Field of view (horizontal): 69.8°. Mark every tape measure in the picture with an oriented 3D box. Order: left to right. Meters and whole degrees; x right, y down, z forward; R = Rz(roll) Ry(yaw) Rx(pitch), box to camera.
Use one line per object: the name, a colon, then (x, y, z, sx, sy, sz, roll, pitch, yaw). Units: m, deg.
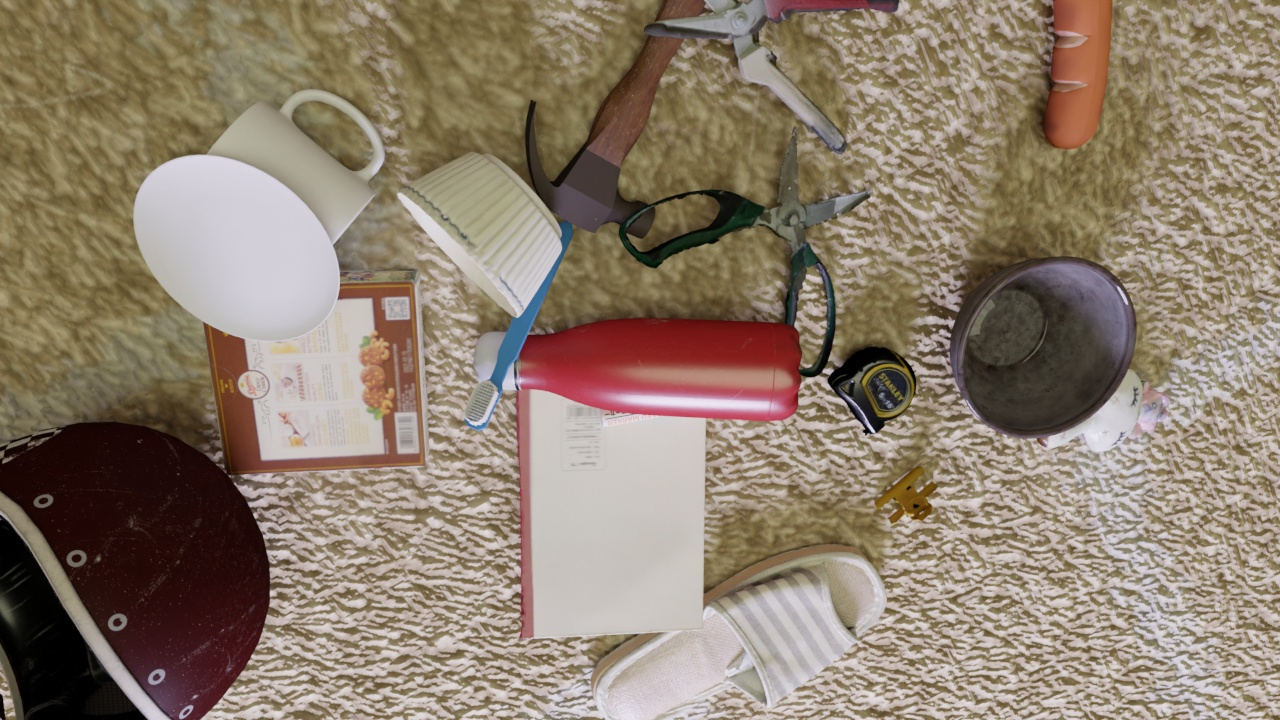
tape measure: (0.190, 0.019, 0.741, 0.061, 0.034, 0.062, -36, 111, 7)

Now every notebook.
notebook: (-0.022, 0.119, 0.734, 0.153, 0.012, 0.209, 0, 97, -8)

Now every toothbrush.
toothbrush: (-0.086, -0.028, 0.656, 0.016, 0.014, 0.166, 20, 77, 14)

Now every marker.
marker: (0.040, 0.032, 0.719, 0.145, 0.017, 0.017, -10, 109, -8)

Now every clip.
clip: (0.228, 0.117, 0.777, 0.054, 0.048, 0.046, -40, 68, 7)

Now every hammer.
hammer: (0.024, -0.239, 0.631, 0.115, 0.033, 0.323, 26, 102, -20)

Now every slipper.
slipper: (0.085, 0.247, 0.794, 0.272, 0.054, 0.114, -24, 105, 1)

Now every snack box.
snack box: (-0.232, 0.009, 0.669, 0.147, 0.041, 0.143, -2, 109, -8)

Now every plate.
plate: (-0.257, -0.071, 0.590, 0.134, 0.011, 0.135, 5, 126, 7)

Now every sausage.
sausage: (0.320, -0.239, 0.671, 0.044, 0.039, 0.164, -8, 109, -3)

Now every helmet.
helmet: (-0.376, 0.153, 0.586, 0.253, 0.234, 0.233, -28, 117, -19)

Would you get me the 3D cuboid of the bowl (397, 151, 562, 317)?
bowl: (-0.102, -0.092, 0.624, 0.062, 0.115, 0.115, -45, 110, -8)

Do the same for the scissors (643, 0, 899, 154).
scissors: (0.102, -0.219, 0.642, 0.198, 0.015, 0.179, -27, 119, -11)

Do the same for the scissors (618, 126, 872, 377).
scissors: (0.090, -0.067, 0.695, 0.201, 0.015, 0.205, -17, 114, -10)

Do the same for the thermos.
thermos: (-0.004, 0.004, 0.681, 0.240, 0.073, 0.073, 2, 108, 2)

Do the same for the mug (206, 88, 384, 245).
mug: (-0.225, -0.128, 0.614, 0.090, 0.074, 0.110, 40, 78, -18)

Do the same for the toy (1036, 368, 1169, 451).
toy: (0.393, 0.040, 0.777, 0.122, 0.038, 0.079, 2, 101, -12)

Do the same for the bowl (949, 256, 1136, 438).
bowl: (0.306, -0.017, 0.728, 0.145, 0.067, 0.145, -3, 109, -8)
